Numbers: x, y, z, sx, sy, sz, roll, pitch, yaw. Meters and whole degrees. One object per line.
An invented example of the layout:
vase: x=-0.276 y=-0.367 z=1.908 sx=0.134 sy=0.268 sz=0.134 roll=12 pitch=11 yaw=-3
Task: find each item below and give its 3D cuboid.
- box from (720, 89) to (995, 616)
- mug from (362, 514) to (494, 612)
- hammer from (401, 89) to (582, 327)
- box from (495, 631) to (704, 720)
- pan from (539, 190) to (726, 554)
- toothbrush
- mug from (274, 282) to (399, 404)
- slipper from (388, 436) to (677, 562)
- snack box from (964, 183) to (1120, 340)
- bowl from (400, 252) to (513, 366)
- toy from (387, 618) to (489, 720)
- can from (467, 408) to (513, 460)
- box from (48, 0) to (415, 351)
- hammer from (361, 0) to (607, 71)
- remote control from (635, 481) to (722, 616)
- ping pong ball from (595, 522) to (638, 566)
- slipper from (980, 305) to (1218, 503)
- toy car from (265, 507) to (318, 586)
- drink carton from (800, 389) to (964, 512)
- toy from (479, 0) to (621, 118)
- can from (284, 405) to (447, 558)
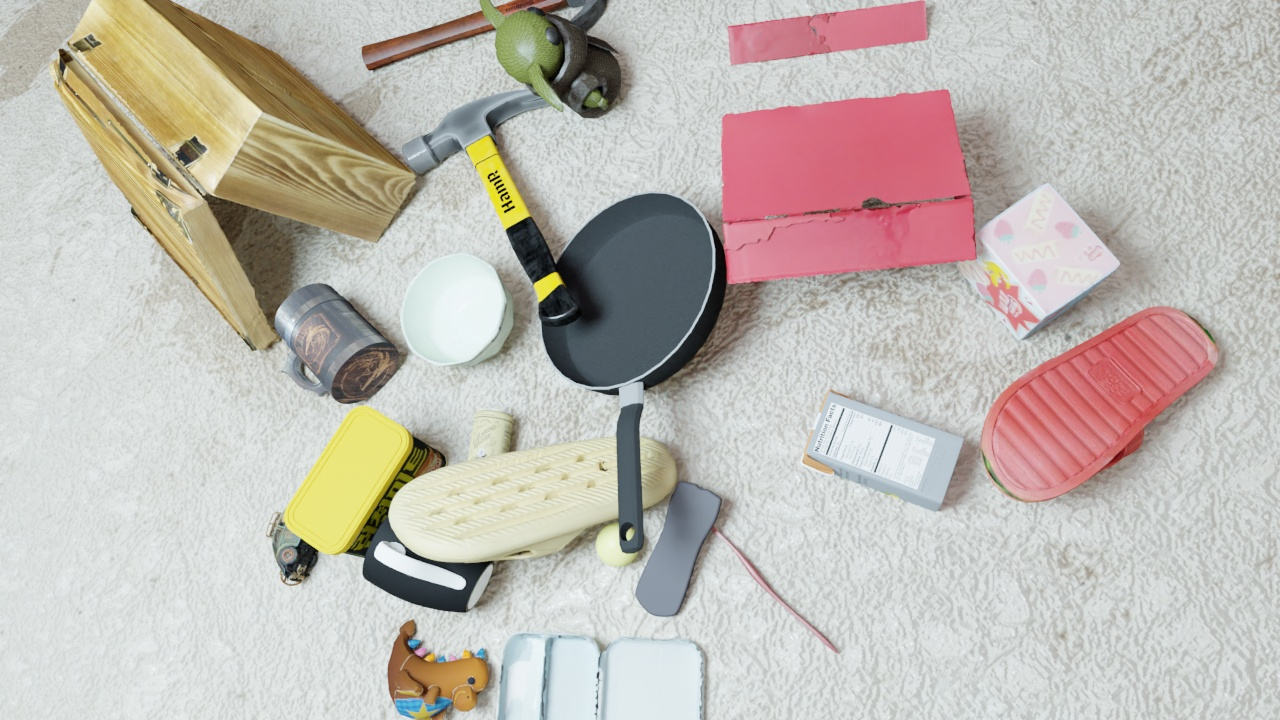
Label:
box: x=0.190 y=-0.010 z=0.816 sx=0.215 sy=0.138 sz=0.467 roll=-5 pitch=78 yaw=9
mug: x=-0.193 y=0.185 z=0.835 sx=0.100 sy=0.119 sz=0.085 roll=25 pitch=83 yaw=8
hammer: x=-0.131 y=-0.161 z=0.954 sx=0.170 sy=0.034 sz=0.324 roll=-29 pitch=59 yaw=2
box: x=-0.038 y=0.344 z=0.797 sx=0.190 sy=0.038 sz=0.208 roll=-1 pitch=72 yaw=4
pan: x=-0.005 y=0.004 z=0.843 sx=0.205 sy=0.044 sz=0.355 roll=-20 pitch=58 yaw=30
toothbrush: x=0.104 y=0.195 z=0.821 sx=0.184 sy=0.015 sz=0.015 roll=42 pitch=87 yaw=20
mug: x=-0.324 y=-0.005 z=0.955 sx=0.107 sy=0.079 sz=0.116 roll=41 pitch=111 yaw=22
slipper: x=-0.091 y=0.138 z=0.836 sx=0.261 sy=0.079 sz=0.111 roll=-13 pitch=36 yaw=-15
snack box: x=0.347 y=-0.084 z=0.812 sx=0.079 sy=0.093 sz=0.094 roll=-35 pitch=75 yaw=0
bowl: x=-0.178 y=-0.045 z=0.933 sx=0.117 sy=0.061 sz=0.117 roll=-5 pitch=75 yaw=18
toy: x=-0.187 y=0.280 z=0.847 sx=0.090 sy=0.071 sz=0.103 roll=-12 pitch=46 yaw=-5
can: x=-0.148 y=0.089 z=0.898 sx=0.038 sy=0.038 sz=0.079 roll=2 pitch=72 yaw=13
box: x=-0.462 y=-0.196 z=0.954 sx=0.279 sy=0.269 sz=0.264 roll=43 pitch=101 yaw=21
hammer: x=-0.184 y=-0.396 z=1.073 sx=0.301 sy=0.028 sz=0.111 roll=-15 pitch=69 yaw=8
remote control: x=0.033 y=0.173 z=0.834 sx=0.046 sy=0.009 sz=0.124 roll=22 pitch=90 yaw=20
ping pong ball: x=-0.021 y=0.169 z=0.842 sx=0.040 sy=0.040 sz=0.040 roll=-4 pitch=71 yaw=11
slipper: x=0.384 y=0.039 z=0.788 sx=0.248 sy=0.059 sz=0.103 roll=-32 pitch=66 yaw=-16
toy car: x=-0.340 y=0.164 z=0.909 sx=0.047 sy=0.047 sz=0.111 roll=14 pitch=75 yaw=11
drink carton: x=0.213 y=0.080 z=0.815 sx=0.125 sy=0.048 sz=0.076 roll=20 pitch=77 yaw=18
toy: x=-0.086 y=-0.317 z=0.967 sx=0.078 sy=0.152 sz=0.179 roll=-44 pitch=65 yaw=25
can: x=-0.257 y=0.122 z=0.877 sx=0.072 sy=0.101 sz=0.130 roll=27 pitch=80 yaw=19
